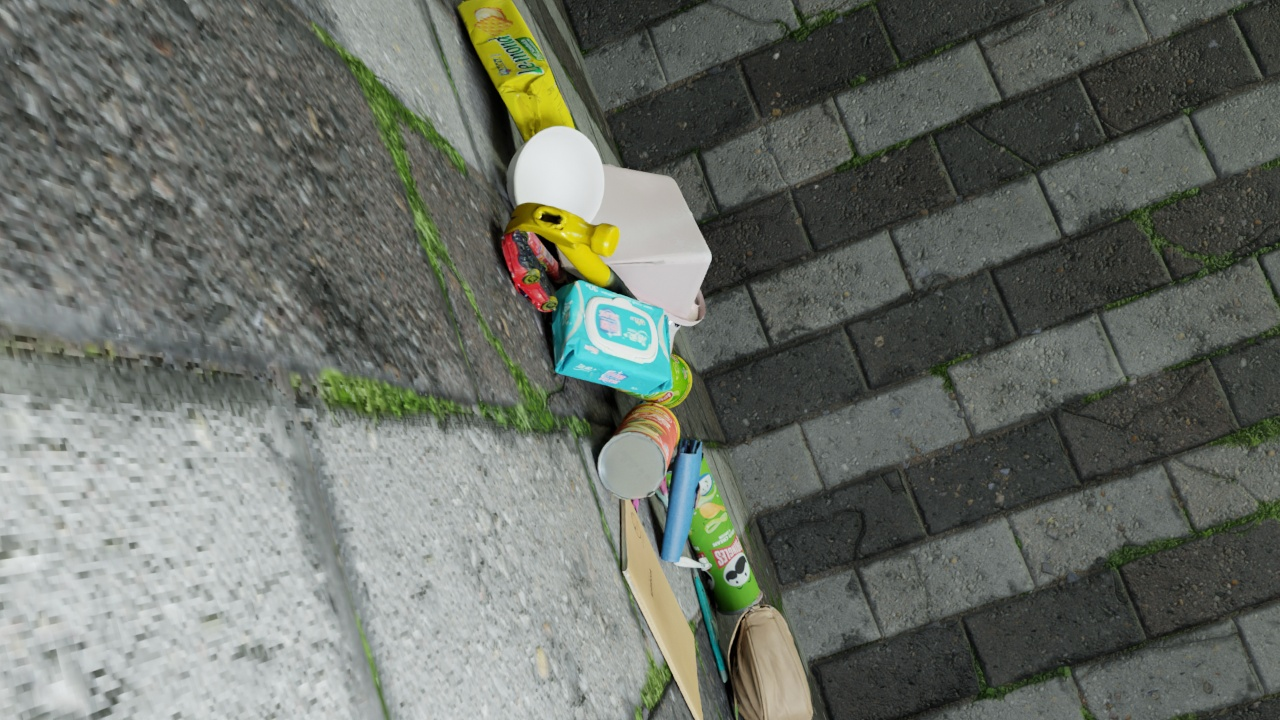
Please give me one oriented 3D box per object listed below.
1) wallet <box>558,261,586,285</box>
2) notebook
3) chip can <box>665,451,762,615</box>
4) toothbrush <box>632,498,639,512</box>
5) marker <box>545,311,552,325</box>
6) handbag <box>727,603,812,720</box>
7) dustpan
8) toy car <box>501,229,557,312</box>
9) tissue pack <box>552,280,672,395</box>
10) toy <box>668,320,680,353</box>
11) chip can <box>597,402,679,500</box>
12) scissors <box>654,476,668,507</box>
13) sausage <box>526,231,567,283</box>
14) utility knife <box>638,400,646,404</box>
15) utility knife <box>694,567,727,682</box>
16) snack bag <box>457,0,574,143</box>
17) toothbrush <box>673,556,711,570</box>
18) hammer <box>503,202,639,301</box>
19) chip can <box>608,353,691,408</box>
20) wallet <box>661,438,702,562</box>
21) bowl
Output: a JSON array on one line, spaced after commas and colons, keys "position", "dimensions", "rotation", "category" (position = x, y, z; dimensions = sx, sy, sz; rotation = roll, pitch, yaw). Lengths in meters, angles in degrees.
[{"position": [-0.058, -0.049, 1.117], "dimensions": [0.106, 0.037, 0.130], "rotation": [62, 0, 32], "category": "wallet"}, {"position": [0.022, 0.254, 0.943], "dimensions": [0.147, 0.008, 0.208], "rotation": [-95, 163, -68], "category": "notebook"}, {"position": [0.103, 0.251, 1.337], "dimensions": [0.072, 0.072, 0.236], "rotation": [-74, 142, -79], "category": "chip can"}, {"position": [0.001, 0.144, 1.083], "dimensions": [0.189, 0.018, 0.014], "rotation": [-77, 144, -76], "category": "toothbrush"}, {"position": [-0.083, -0.050, 0.993], "dimensions": [0.130, 0.018, 0.022], "rotation": [-60, 137, -81], "category": "marker"}, {"position": [0.158, 0.405, 1.166], "dimensions": [0.205, 0.100, 0.147], "rotation": [79, -4, -58], "category": "handbag"}, {"position": [-0.023, -0.138, 1.173], "dimensions": [0.139, 0.273, 0.222], "rotation": [115, -33, -44], "category": "dustpan"}, {"position": [-0.103, -0.079, 0.856], "dimensions": [0.106, 0.031, 0.049], "rotation": [58, 14, -68], "category": "toy car"}, {"position": [-0.026, -0.021, 0.919], "dimensions": [0.133, 0.050, 0.093], "rotation": [16, 54, -31], "category": "tissue pack"}, {"position": [-0.004, -0.058, 1.243], "dimensions": [0.140, 0.131, 0.199], "rotation": [1, 77, -57], "category": "toy"}, {"position": [0.001, 0.094, 1.001], "dimensions": [0.216, 0.073, 0.073], "rotation": [-35, 104, -82], "category": "chip can"}, {"position": [0.037, 0.191, 1.242], "dimensions": [0.133, 0.017, 0.133], "rotation": [55, 19, -52], "category": "scissors"}, {"position": [-0.105, -0.111, 0.993], "dimensions": [0.156, 0.020, 0.020], "rotation": [51, 19, -71], "category": "sausage"}, {"position": [0.005, 0.091, 1.256], "dimensions": [0.218, 0.018, 0.034], "rotation": [-78, 148, -80], "category": "utility knife"}, {"position": [0.091, 0.341, 1.210], "dimensions": [0.029, 0.013, 0.175], "rotation": [60, 11, -51], "category": "utility knife"}, {"position": [-0.135, -0.322, 1.083], "dimensions": [0.246, 0.068, 0.158], "rotation": [65, 2, 38], "category": "snack bag"}, {"position": [0.068, 0.265, 1.209], "dimensions": [0.016, 0.016, 0.180], "rotation": [58, 6, 21], "category": "toothbrush"}, {"position": [-0.044, -0.089, 0.961], "dimensions": [0.032, 0.129, 0.300], "rotation": [-66, 159, -8], "category": "hammer"}, {"position": [-0.006, 0.006, 1.071], "dimensions": [0.221, 0.073, 0.072], "rotation": [27, 42, -66], "category": "chip can"}, {"position": [0.050, 0.166, 1.100], "dimensions": [0.106, 0.040, 0.133], "rotation": [-32, 132, -82], "category": "wallet"}, {"position": [-0.105, -0.194, 0.997], "dimensions": [0.065, 0.118, 0.118], "rotation": [19, -37, 47], "category": "bowl"}]
